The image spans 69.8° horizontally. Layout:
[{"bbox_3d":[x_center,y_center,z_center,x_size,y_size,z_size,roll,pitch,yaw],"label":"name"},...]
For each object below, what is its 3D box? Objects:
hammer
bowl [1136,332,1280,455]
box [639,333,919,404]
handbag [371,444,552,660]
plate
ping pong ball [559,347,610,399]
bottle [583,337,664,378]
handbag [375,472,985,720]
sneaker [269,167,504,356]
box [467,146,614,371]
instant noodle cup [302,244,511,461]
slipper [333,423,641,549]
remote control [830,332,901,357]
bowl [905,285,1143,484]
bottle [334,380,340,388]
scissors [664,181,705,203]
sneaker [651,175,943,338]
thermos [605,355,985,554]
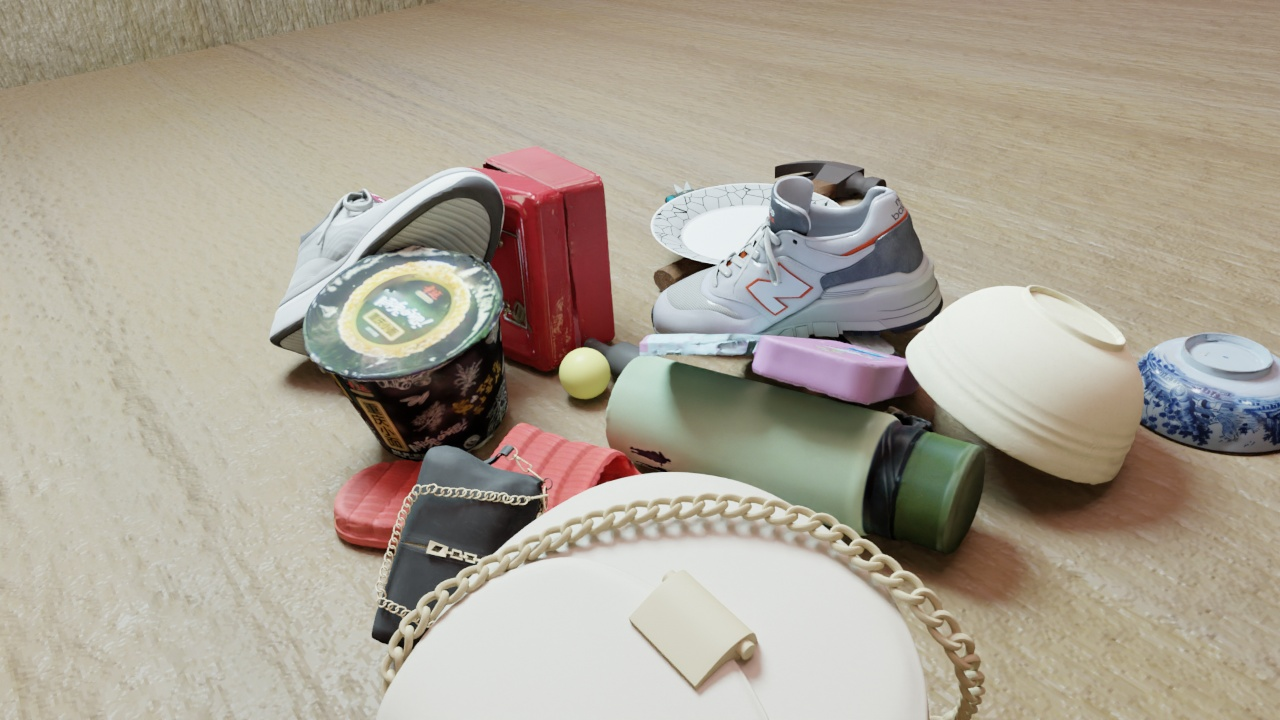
[{"bbox_3d":[0.130,-0.144,0.955,0.115,0.033,0.322,23,42,37],"label":"hammer"},{"bbox_3d":[0.395,0.013,0.627,0.114,0.045,0.114,-4,31,2],"label":"bowl"},{"bbox_3d":[0.103,-0.001,0.623,0.151,0.035,0.213,8,3,24],"label":"box"},{"bbox_3d":[-0.096,0.107,0.507,0.079,0.128,0.054,14,-11,3],"label":"handbag"},{"bbox_3d":[0.105,-0.127,0.887,0.188,0.016,0.188,-3,33,2],"label":"plate"},{"bbox_3d":[-0.043,0.010,0.714,0.040,0.040,0.040,-4,31,2],"label":"ping pong ball"},{"bbox_3d":[-0.004,0.004,0.727,0.030,0.030,0.113,-30,38,-35],"label":"bottle"},{"bbox_3d":[0.010,0.155,0.392,0.208,0.103,0.211,-37,46,-19],"label":"handbag"},{"bbox_3d":[-0.210,-0.102,0.755,0.264,0.096,0.128,-27,58,34],"label":"sneaker"},{"bbox_3d":[-0.087,-0.089,0.778,0.110,0.158,0.134,-25,37,-38],"label":"box"},{"bbox_3d":[-0.157,0.000,0.663,0.137,0.112,0.137,-4,46,4],"label":"instant noodle cup"},{"bbox_3d":[-0.085,0.081,0.581,0.249,0.059,0.103,2,28,19],"label":"slipper"},{"bbox_3d":[0.171,-0.029,0.768,0.033,0.013,0.136,-13,30,-11],"label":"remote control"},{"bbox_3d":[0.256,0.001,0.586,0.150,0.075,0.150,19,29,-12],"label":"bowl"},{"bbox_3d":[-0.200,0.015,0.748,0.106,0.025,0.025,4,32,17],"label":"bottle"},{"bbox_3d":[0.057,-0.173,1.025,0.123,0.019,0.148,-34,34,-32],"label":"scissors"},{"bbox_3d":[0.114,-0.084,0.738,0.240,0.124,0.088,-3,36,18],"label":"sneaker"},{"bbox_3d":[0.095,0.053,0.578,0.232,0.082,0.082,14,36,31],"label":"thermos"}]
